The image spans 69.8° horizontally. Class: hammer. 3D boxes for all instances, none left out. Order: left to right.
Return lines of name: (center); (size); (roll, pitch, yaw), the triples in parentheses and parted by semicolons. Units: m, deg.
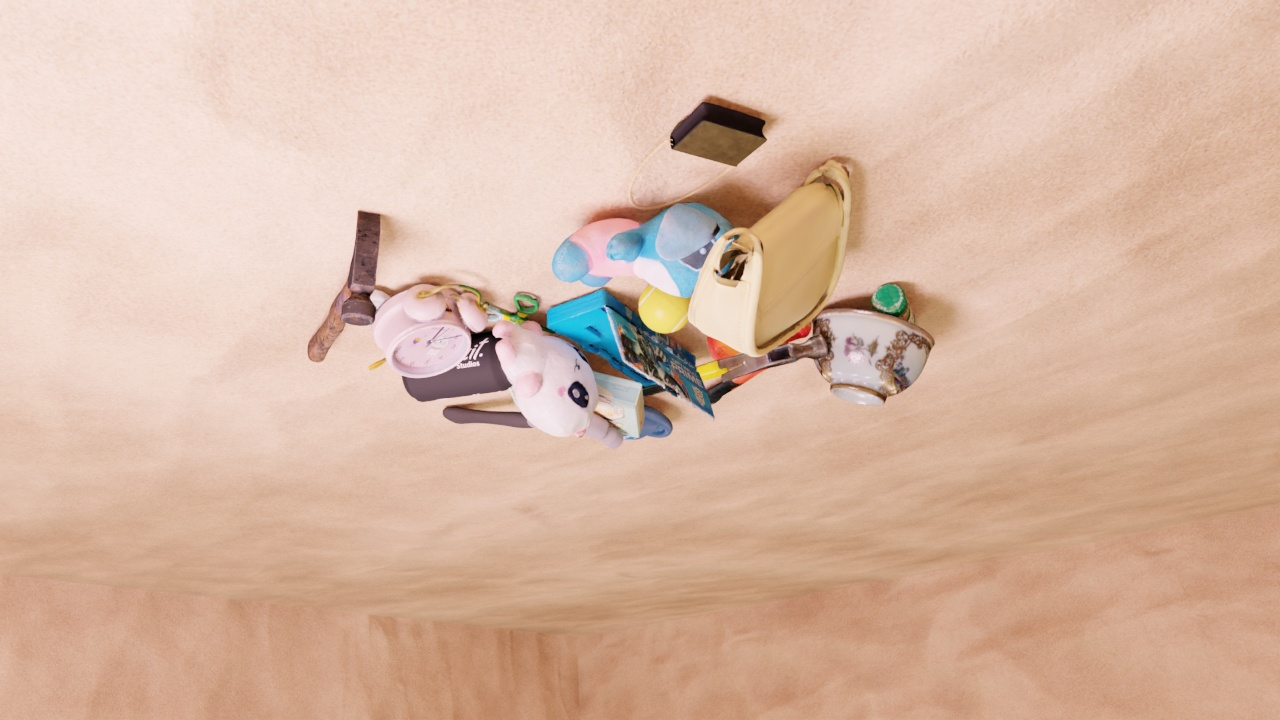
hammer: (-0.351, -0.061, 1.070); (0.033, 0.120, 0.331); (10, 162, -25)
hammer: (-0.181, 0.087, 1.365); (0.312, 0.029, 0.125); (2, 156, 35)
hammer: (0.137, 0.028, 1.296); (0.133, 0.033, 0.334); (-13, 170, -15)

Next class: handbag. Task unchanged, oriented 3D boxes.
handbag: (0.043, -0.191, 0.899); (0.084, 0.027, 0.178); (8, 158, -27)
handbag: (0.129, -0.096, 0.925); (0.088, 0.232, 0.191); (29, 135, 22)

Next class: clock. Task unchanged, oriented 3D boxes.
clock: (-0.251, -0.042, 1.108); (0.116, 0.058, 0.158); (11, 134, -46)

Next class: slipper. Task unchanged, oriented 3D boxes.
slipper: (-0.041, 0.095, 1.449); (0.213, 0.059, 0.104); (17, 156, -29)

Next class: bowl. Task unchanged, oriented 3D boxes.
bowl: (0.294, 0.004, 1.201); (0.160, 0.093, 0.160); (16, 167, 4)

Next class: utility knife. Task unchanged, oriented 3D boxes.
utility knife: (0.053, 0.031, 1.380); (0.174, 0.020, 0.028); (-18, 150, 27)

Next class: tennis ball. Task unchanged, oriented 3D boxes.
tennis ball: (0.030, -0.066, 1.111); (0.065, 0.065, 0.065); (-3, 155, -1)

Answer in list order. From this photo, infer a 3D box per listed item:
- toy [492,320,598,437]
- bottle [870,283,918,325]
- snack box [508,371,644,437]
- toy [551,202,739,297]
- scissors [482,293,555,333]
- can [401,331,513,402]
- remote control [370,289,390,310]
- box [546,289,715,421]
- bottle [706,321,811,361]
toy: (-0.125, 0.017, 1.160); (0.102, 0.138, 0.179); (-21, 135, 22)
bottle: (0.331, -0.060, 1.189); (0.043, 0.042, 0.110); (-14, 154, 22)
snack box: (-0.092, 0.049, 1.306); (0.194, 0.044, 0.142); (13, 159, 7)
toy: (0.013, -0.110, 0.984); (0.191, 0.099, 0.224); (-4, 171, 12)
scissors: (-0.164, -0.052, 1.180); (0.112, 0.012, 0.131); (-1, 157, 0)
can: (-0.236, 0.008, 1.217); (0.146, 0.080, 0.080); (-8, 155, 13)
remote control: (-0.304, -0.054, 1.147); (0.050, 0.022, 0.133); (-12, 154, 20)
box: (-0.006, 0.007, 1.207); (0.114, 0.113, 0.243); (-17, 152, 27)
bottle: (0.158, -0.036, 1.211); (0.134, 0.048, 0.071); (-18, 153, 30)
